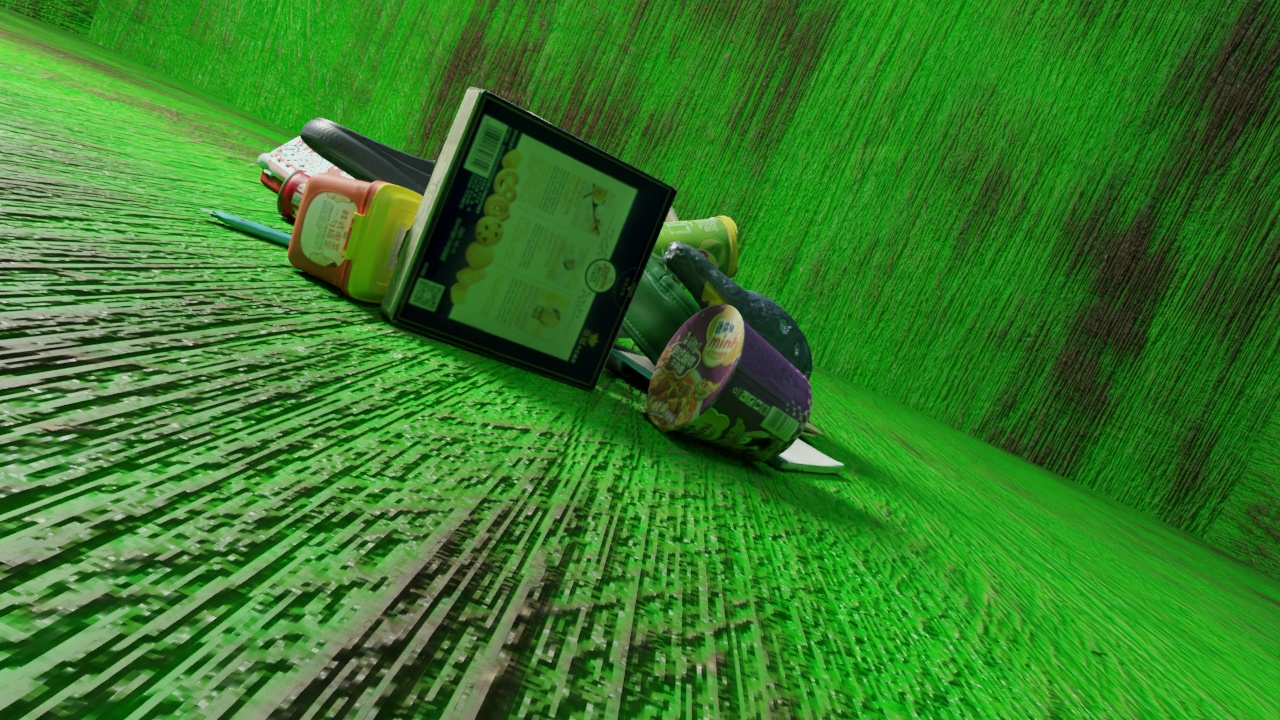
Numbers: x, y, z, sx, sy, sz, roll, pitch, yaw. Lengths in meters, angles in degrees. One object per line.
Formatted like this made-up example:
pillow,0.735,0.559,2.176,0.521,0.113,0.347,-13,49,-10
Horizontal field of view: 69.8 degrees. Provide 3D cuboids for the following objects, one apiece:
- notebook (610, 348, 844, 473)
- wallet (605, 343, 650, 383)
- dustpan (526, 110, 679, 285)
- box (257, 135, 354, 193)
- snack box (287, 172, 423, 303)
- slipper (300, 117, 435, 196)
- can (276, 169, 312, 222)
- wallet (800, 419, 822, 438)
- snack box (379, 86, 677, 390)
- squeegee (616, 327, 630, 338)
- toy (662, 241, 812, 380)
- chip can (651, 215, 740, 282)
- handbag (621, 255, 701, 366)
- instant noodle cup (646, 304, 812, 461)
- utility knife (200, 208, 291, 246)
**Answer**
notebook,0.084,0.049,0.887,0.209,0.012,0.150,33,10,31
wallet,-0.006,0.006,0.962,0.120,0.019,0.097,20,10,-44
dustpan,-0.079,-0.151,1.128,0.138,0.223,0.273,3,32,-38
box,-0.388,-0.226,1.114,0.201,0.092,0.094,30,10,40
snack box,-0.220,-0.097,0.709,0.080,0.091,0.082,19,5,14
slipper,-0.201,-0.175,0.914,0.268,0.083,0.111,32,-5,-37
can,-0.301,-0.145,0.943,0.133,0.053,0.053,25,7,5
wallet,0.157,0.062,1.067,0.087,0.024,0.115,17,7,-17
snack box,-0.083,-0.088,0.714,0.182,0.178,0.046,21,4,-32
squeegee,-0.161,-0.080,0.939,0.247,0.039,0.246,15,-13,31
toy,0.130,-0.018,1.024,0.138,0.091,0.356,46,2,31
chip can,-0.006,-0.115,1.002,0.221,0.073,0.072,-6,16,-15
handbag,0.019,-0.050,0.896,0.131,0.068,0.120,49,10,18
instant noodle cup,0.076,0.025,0.741,0.099,0.111,0.111,30,3,-29
utility knife,-0.299,-0.104,0.795,0.161,0.013,0.029,19,7,-40
